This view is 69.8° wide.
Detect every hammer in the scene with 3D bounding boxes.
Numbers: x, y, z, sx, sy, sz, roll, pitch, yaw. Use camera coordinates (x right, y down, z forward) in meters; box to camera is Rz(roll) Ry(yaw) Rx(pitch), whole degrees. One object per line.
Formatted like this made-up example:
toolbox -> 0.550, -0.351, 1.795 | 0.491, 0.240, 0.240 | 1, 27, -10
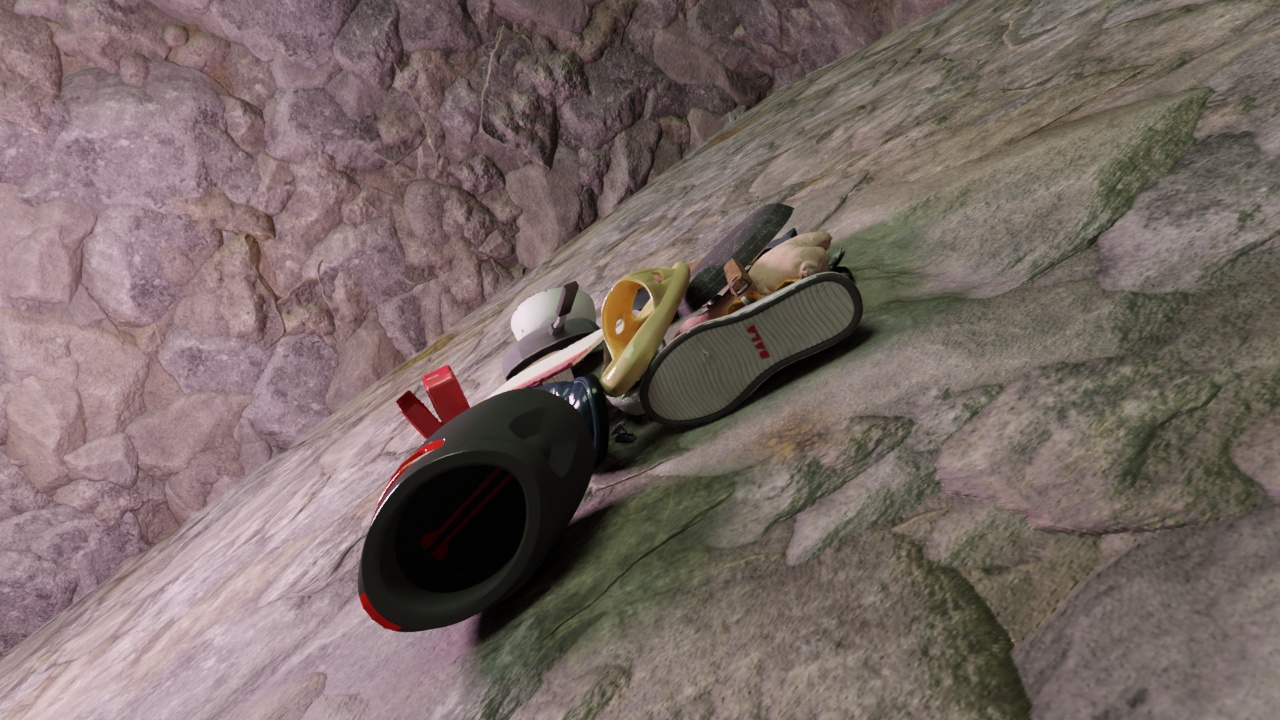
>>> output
hammer -> 0.095, -0.144, 1.428 | 0.323, 0.040, 0.129 | -9, 23, 35

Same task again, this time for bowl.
bowl -> -0.150, 0.042, 1.415 | 0.115, 0.062, 0.115 | -32, 15, 9
bowl -> -0.145, -0.053, 1.613 | 0.154, 0.153, 0.072 | -30, 57, 14
bowl -> 0.017, -0.082, 1.468 | 0.114, 0.045, 0.114 | -19, 19, 7

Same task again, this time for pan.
pan -> -0.132, -0.050, 1.429 | 0.178, 0.041, 0.358 | -23, -13, -18
pan -> 0.114, -0.123, 1.155 | 0.208, 0.040, 0.356 | -44, 5, 11

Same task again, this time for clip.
clip -> -0.024, 0.081, 1.082 | 0.014, 0.042, 0.052 | -41, 29, -20

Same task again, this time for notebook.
notebook -> -0.133, 0.016, 1.223 | 0.209, 0.012, 0.152 | -27, 9, 31

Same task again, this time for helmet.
helmet -> -0.158, 0.141, 0.910 | 0.264, 0.164, 0.170 | -46, 4, -5

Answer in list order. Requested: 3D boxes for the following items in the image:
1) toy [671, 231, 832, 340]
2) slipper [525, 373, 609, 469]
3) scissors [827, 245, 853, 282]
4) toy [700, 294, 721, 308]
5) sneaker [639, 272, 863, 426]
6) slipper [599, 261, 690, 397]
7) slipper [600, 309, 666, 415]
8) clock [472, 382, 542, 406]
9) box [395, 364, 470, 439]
toy -> 0.124, -0.068, 1.135 | 0.265, 0.065, 0.195 | -36, 5, 25
slipper -> -0.116, 0.080, 1.089 | 0.083, 0.109, 0.266 | -4, -5, -26
scissors -> 0.237, -0.108, 1.151 | 0.142, 0.015, 0.209 | -23, 20, 48
toy -> 0.110, -0.080, 1.310 | 0.049, 0.030, 0.112 | -9, 8, -21
sneaker -> 0.116, -0.019, 1.001 | 0.263, 0.097, 0.128 | -31, 3, 16
slipper -> -0.011, -0.049, 1.087 | 0.112, 0.079, 0.260 | -55, 6, 32
slipper -> -0.007, 0.007, 1.191 | 0.112, 0.074, 0.246 | -41, 18, 11
clock -> -0.184, 0.097, 1.272 | 0.117, 0.081, 0.158 | -14, 15, 31
box -> -0.324, 0.086, 1.527 | 0.112, 0.134, 0.157 | -38, 15, -12
